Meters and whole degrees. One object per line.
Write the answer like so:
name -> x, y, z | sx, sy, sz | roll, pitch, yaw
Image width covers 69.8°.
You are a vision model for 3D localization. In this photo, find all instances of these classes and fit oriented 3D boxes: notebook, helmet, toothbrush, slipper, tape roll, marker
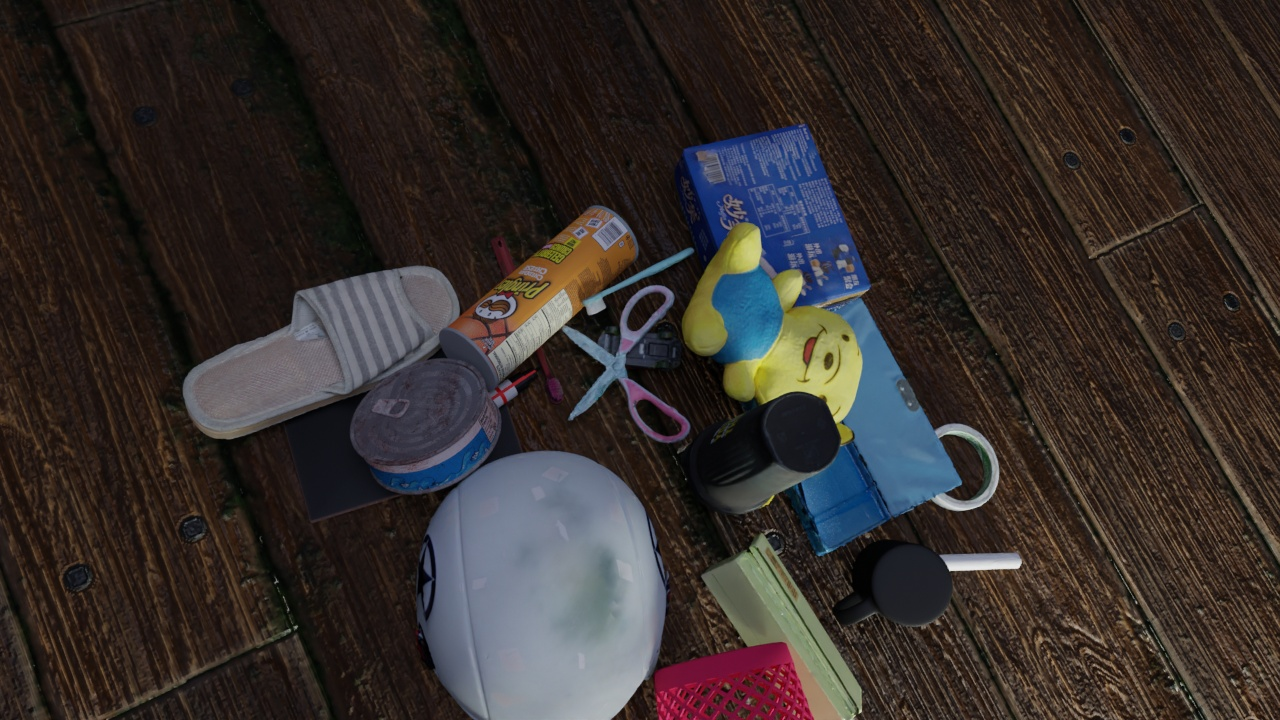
notebook -> -0.236, 0.059, 0.903 | 0.209, 0.008, 0.141 | -16, 78, -16
helmet -> -0.081, 0.208, 0.813 | 0.236, 0.164, 0.263 | -4, 76, -12
toothbrush -> -0.118, -0.044, 0.955 | 0.016, 0.016, 0.189 | -19, 79, -16
slipper -> -0.302, -0.014, 0.882 | 0.272, 0.054, 0.114 | -30, 78, -20
tape roll -> 0.348, 0.117, 1.009 | 0.093, 0.018, 0.093 | 3, 73, -11
marker -> 0.343, 0.215, 0.978 | 0.133, 0.020, 0.017 | 1, 83, -12
marker -> -0.156, 0.046, 0.909 | 0.145, 0.019, 0.019 | -35, 84, -19
toothbrush -> 0.003, -0.087, 0.962 | 0.180, 0.016, 0.016 | -33, 105, -42

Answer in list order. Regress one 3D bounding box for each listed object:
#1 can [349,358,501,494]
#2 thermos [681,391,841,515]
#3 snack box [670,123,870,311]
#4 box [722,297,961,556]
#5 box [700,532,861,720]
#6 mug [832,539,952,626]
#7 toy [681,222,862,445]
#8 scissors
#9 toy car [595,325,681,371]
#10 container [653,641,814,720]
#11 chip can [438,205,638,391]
can -> -0.197, 0.059, 0.845 | 0.130, 0.044, 0.129 | -10, 43, 9
thermos -> 0.110, 0.090, 0.857 | 0.098, 0.221, 0.098 | 4, 73, -13
snack box -> 0.140, -0.144, 1.013 | 0.155, 0.069, 0.202 | -16, 78, -16
box -> 0.211, 0.068, 0.980 | 0.176, 0.048, 0.231 | -23, 80, -10
box -> 0.144, 0.265, 0.893 | 0.090, 0.078, 0.188 | -29, 83, -19
mug -> 0.243, 0.228, 0.912 | 0.113, 0.088, 0.078 | -30, 82, -3
toy -> 0.135, -0.017, 0.909 | 0.214, 0.084, 0.148 | 34, 72, -22
scissors -> -0.005, 0.005, 0.933 | 0.170, 0.013, 0.172 | 37, 79, 9
toy car -> -0.002, -0.010, 0.960 | 0.091, 0.036, 0.042 | 6, 74, -10
container -> 0.096, 0.375, 0.804 | 0.183, 0.184, 0.225 | -7, 68, -14
chip can -> -0.098, -0.066, 0.919 | 0.075, 0.075, 0.214 | 44, 61, 3
